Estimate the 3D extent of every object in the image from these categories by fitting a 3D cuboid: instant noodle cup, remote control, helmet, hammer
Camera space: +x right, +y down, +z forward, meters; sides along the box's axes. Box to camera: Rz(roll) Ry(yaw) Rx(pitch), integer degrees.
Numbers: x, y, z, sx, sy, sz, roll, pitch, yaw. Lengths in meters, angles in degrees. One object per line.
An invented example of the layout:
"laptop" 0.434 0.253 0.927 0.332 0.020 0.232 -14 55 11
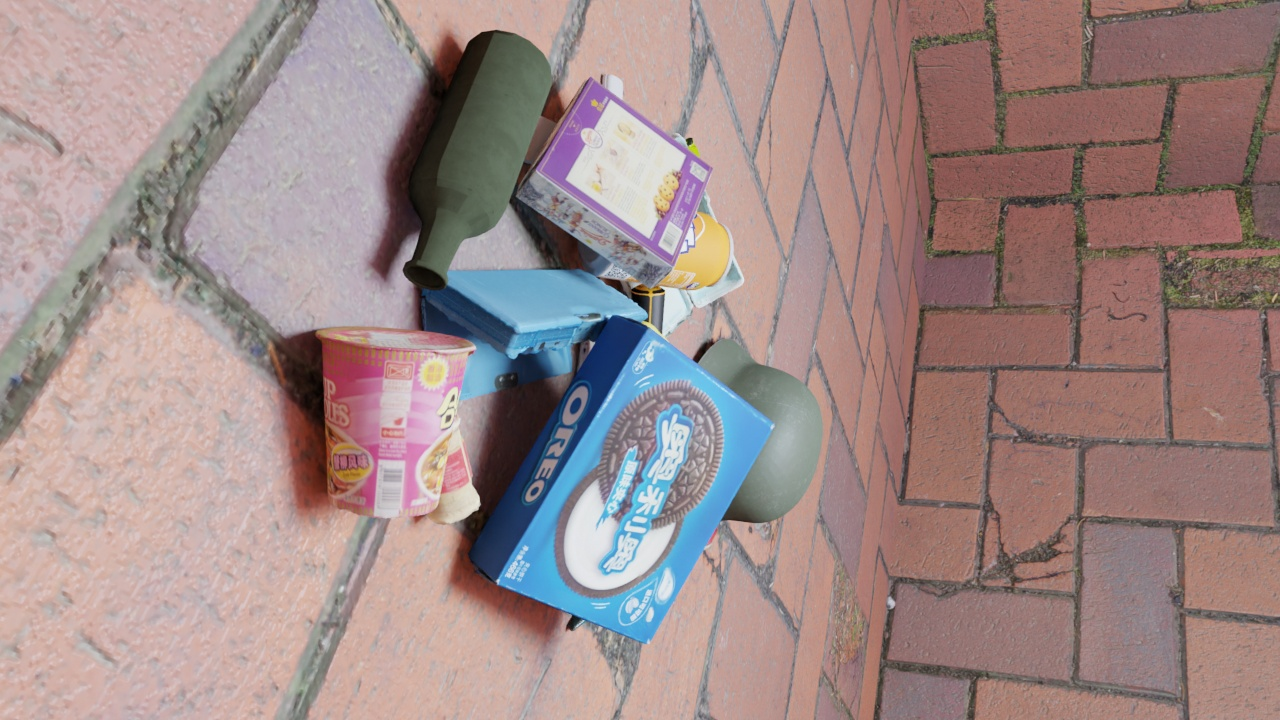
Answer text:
"instant noodle cup" -0.160 0.038 0.586 0.097 0.098 0.108 -10 108 -65
"remote control" -0.073 -0.195 0.858 0.146 0.008 0.045 0 91 -65
"remote control" -0.030 -0.227 0.947 0.033 0.012 0.131 5 87 -66
"helmet" 0.154 0.115 1.208 0.267 0.154 0.227 -63 148 -22
"hammer" 0.003 0.076 0.986 0.123 0.036 0.321 -29 124 -57

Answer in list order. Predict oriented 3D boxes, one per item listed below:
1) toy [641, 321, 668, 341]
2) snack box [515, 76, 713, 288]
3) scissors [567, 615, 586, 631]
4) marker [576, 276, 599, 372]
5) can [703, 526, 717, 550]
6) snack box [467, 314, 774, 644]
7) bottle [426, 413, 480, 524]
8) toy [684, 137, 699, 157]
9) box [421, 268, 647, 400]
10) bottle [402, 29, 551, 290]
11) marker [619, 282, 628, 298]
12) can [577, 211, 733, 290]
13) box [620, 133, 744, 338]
"toy" -0.005 0.088 0.879 0.213 0.084 0.149 -56 132 -11
"snack box" -0.018 -0.161 0.821 0.148 0.041 0.143 34 51 -14
"scissors" -0.035 0.218 0.934 0.128 0.019 0.153 41 62 -50
"marker" -0.053 -0.028 0.910 0.011 0.011 0.152 33 62 -62
"can" 0.059 0.139 1.100 0.067 0.067 0.170 -11 101 -65
"snack box" -0.008 0.109 0.793 0.195 0.056 0.238 35 82 -40
"bottle" -0.147 0.065 0.667 0.044 0.044 0.109 -47 134 -56
"toy" 0.054 -0.215 1.111 0.093 0.036 0.094 45 58 -65
"box" -0.093 -0.015 0.769 0.102 0.094 0.231 -64 162 17
"bottle" -0.124 -0.145 0.671 0.071 0.071 0.206 56 42 -53
"marker" -0.020 -0.030 0.977 0.016 0.016 0.140 31 63 -63
"can" 0.014 -0.113 0.899 0.142 0.079 0.079 5 86 -32
"box" 0.026 -0.126 0.974 0.136 0.049 0.197 -39 126 -13
